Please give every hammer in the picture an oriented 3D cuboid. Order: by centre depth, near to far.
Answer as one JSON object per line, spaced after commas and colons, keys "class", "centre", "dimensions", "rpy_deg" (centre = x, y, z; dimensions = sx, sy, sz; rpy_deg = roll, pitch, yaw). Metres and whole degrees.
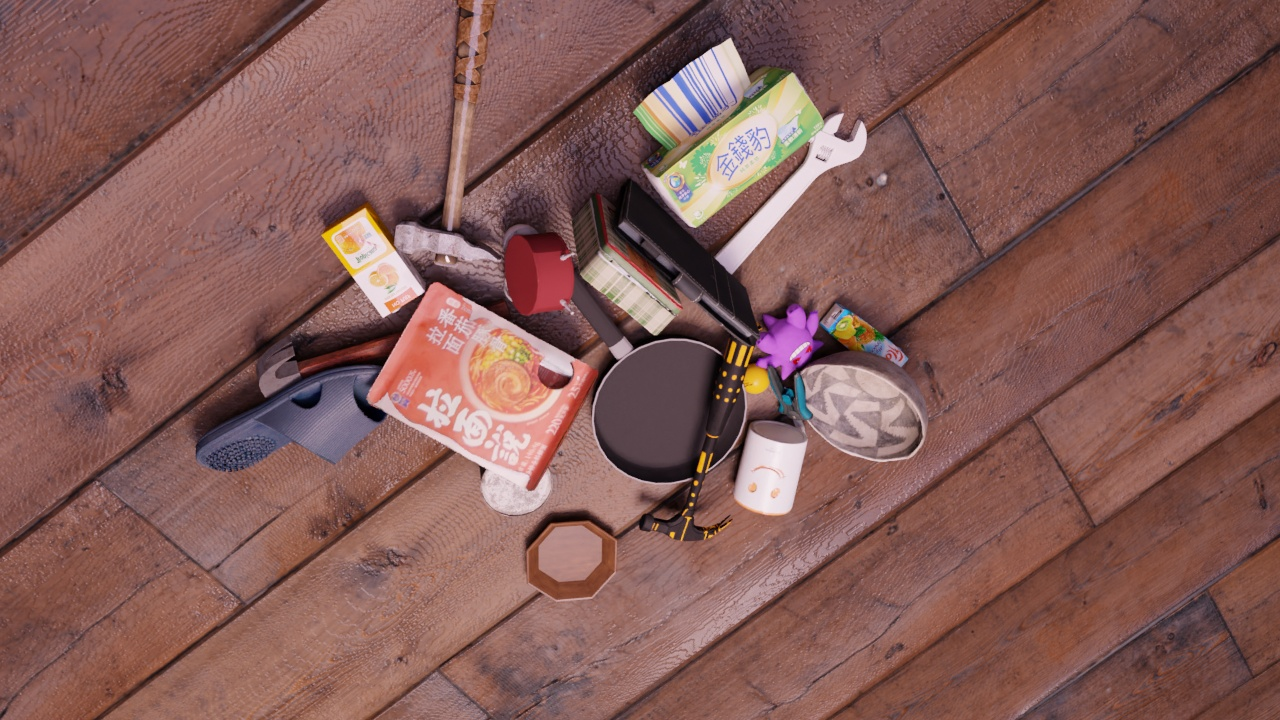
{"class": "hammer", "centre": [-0.198, -0.262, 1.026], "dimensions": [0.121, 0.049, 0.319], "rpy_deg": [8, 105, -8]}
{"class": "hammer", "centre": [-0.301, -0.018, 1.090], "dimensions": [0.300, 0.028, 0.111], "rpy_deg": [-18, 151, -11]}
{"class": "hammer", "centre": [0.096, 0.095, 1.184], "dimensions": [0.123, 0.036, 0.321], "rpy_deg": [10, 110, -17]}

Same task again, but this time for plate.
{"class": "plate", "centre": [-0.095, 0.269, 1.258], "dimensions": [0.131, 0.025, 0.131], "rpy_deg": [-4, 111, -10]}

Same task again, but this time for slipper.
{"class": "slipper", "centre": [-0.397, 0.086, 1.079], "dimensions": [0.263, 0.082, 0.101], "rpy_deg": [-23, 150, 2]}

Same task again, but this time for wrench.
{"class": "wrench", "centre": [0.174, -0.196, 1.141], "dimensions": [0.066, 0.018, 0.273], "rpy_deg": [39, 100, -22]}

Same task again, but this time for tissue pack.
{"class": "tissue pack", "centre": [0.084, -0.271, 1.046], "dimensions": [0.197, 0.120, 0.141], "rpy_deg": [-40, 114, -1]}

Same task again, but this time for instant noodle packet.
{"class": "instant noodle packet", "centre": [-0.184, 0.029, 1.076], "dimensions": [0.221, 0.084, 0.164], "rpy_deg": [30, 87, -8]}

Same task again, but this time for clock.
{"class": "clock", "centre": [-0.122, -0.104, 1.056], "dimensions": [0.048, 0.138, 0.096], "rpy_deg": [-10, 113, -30]}

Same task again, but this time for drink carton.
{"class": "drink carton", "centre": [-0.305, -0.114, 1.063], "dimensions": [0.058, 0.040, 0.122], "rpy_deg": [-31, 113, 1]}
{"class": "drink carton", "centre": [0.297, -0.025, 1.218], "dimensions": [0.129, 0.038, 0.044], "rpy_deg": [34, 100, -21]}

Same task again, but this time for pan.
{"class": "pan", "centre": [-0.007, 0.007, 1.167], "dimensions": [0.204, 0.044, 0.356], "rpy_deg": [-36, 113, 3]}

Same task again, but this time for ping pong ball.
{"class": "ping pong ball", "centre": [0.150, 0.024, 1.206], "dimensions": [0.040, 0.040, 0.040], "rpy_deg": [-4, 111, -10]}

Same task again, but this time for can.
{"class": "can", "centre": [-0.160, 0.142, 1.171], "dimensions": [0.090, 0.074, 0.090], "rpy_deg": [-4, 113, -10]}

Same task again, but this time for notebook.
{"class": "notebook", "centre": [0.054, -0.114, 1.059], "dimensions": [0.209, 0.169, 0.029], "rpy_deg": [38, 112, -16]}

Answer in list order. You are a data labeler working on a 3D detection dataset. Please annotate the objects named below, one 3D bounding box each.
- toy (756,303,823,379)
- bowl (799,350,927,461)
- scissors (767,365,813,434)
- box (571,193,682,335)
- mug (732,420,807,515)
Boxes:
{"class": "toy", "centre": [0.192, -0.025, 1.189], "dimensions": [0.106, 0.056, 0.088], "rpy_deg": [-42, 116, -1]}
{"class": "bowl", "centre": [0.298, 0.045, 1.198], "dimensions": [0.178, 0.179, 0.081], "rpy_deg": [53, 57, -23]}
{"class": "scissors", "centre": [0.197, 0.051, 1.210], "dimensions": [0.144, 0.126, 0.019], "rpy_deg": [39, 64, -12]}
{"class": "box", "centre": [-0.017, -0.113, 1.033], "dimensions": [0.117, 0.205, 0.050], "rpy_deg": [37, 107, -20]}
{"class": "mug", "centre": [0.174, 0.143, 1.234], "dimensions": [0.082, 0.082, 0.105], "rpy_deg": [6, 108, -14]}
